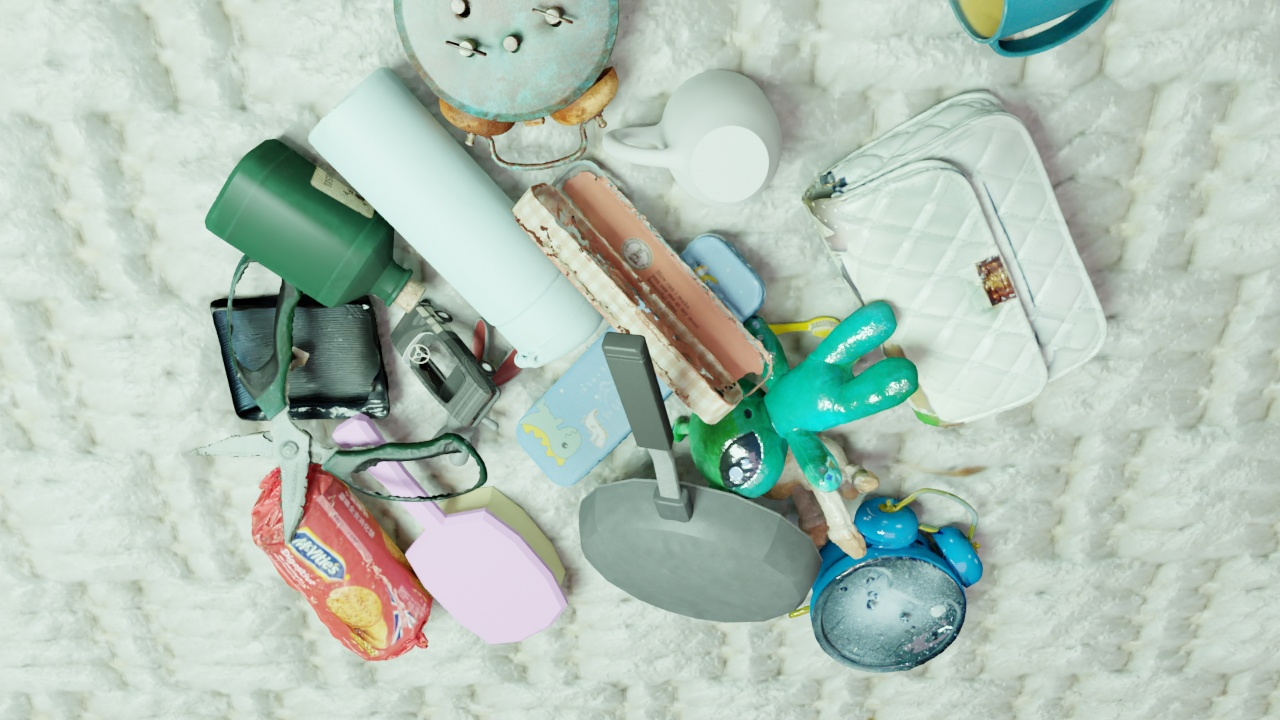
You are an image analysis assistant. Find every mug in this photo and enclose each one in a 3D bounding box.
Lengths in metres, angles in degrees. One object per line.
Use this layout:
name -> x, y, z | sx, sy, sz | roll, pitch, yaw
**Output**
mug -> 0.031, -0.127, 0.541 | 0.107, 0.089, 0.071 | -1, 117, 1
mug -> 0.230, -0.221, 0.506 | 0.104, 0.084, 0.112 | -19, 144, 3

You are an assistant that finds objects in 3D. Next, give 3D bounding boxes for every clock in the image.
clock -> -0.070, -0.183, 0.522 | 0.121, 0.073, 0.158 | -7, 118, 3
clock -> 0.198, 0.168, 0.710 | 0.116, 0.060, 0.162 | 28, 112, -13

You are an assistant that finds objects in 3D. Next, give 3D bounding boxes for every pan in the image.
pan -> 0.021, 0.095, 0.585 | 0.179, 0.041, 0.358 | 7, 147, 17

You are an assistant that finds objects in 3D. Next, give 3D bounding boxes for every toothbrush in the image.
toothbrush -> 0.071, -0.020, 0.637 | 0.135, 0.016, 0.021 | -3, 115, 1

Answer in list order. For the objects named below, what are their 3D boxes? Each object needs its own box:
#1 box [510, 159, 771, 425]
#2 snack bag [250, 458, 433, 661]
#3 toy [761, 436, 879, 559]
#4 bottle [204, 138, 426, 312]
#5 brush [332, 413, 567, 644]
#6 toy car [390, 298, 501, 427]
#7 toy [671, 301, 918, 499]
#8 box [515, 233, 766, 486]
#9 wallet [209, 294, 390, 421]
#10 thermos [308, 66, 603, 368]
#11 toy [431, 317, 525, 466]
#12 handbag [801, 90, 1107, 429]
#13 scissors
box -> 0.004, -0.043, 0.570 | 0.187, 0.085, 0.049 | 47, 129, 1
snack bag -> -0.227, 0.152, 0.693 | 0.082, 0.082, 0.176 | -26, 113, 13
toy -> 0.118, 0.088, 0.659 | 0.106, 0.085, 0.074 | 37, 90, -7
bottle -> -0.197, -0.075, 0.583 | 0.131, 0.061, 0.061 | 35, 114, -16
brush -> -0.144, 0.122, 0.694 | 0.089, 0.043, 0.229 | -30, 113, 14
toy car -> -0.134, 0.002, 0.619 | 0.092, 0.037, 0.040 | 48, 113, 19
toy -> 0.095, 0.036, 0.606 | 0.194, 0.130, 0.072 | -34, 148, 31
box -> -0.005, 0.004, 0.624 | 0.210, 0.037, 0.066 | -45, 75, 21
wallet -> -0.234, -0.003, 0.640 | 0.115, 0.026, 0.089 | -1, 117, 1
thermos -> -0.108, -0.083, 0.577 | 0.207, 0.065, 0.077 | 46, 66, -20
toy -> -0.117, 0.025, 0.652 | 0.049, 0.030, 0.112 | 29, 109, 2
handbag -> 0.204, -0.058, 0.585 | 0.139, 0.072, 0.195 | -28, 113, 15
scissors -> -0.202, 0.031, 0.619 | 0.202, 0.015, 0.202 | 3, 102, -7
